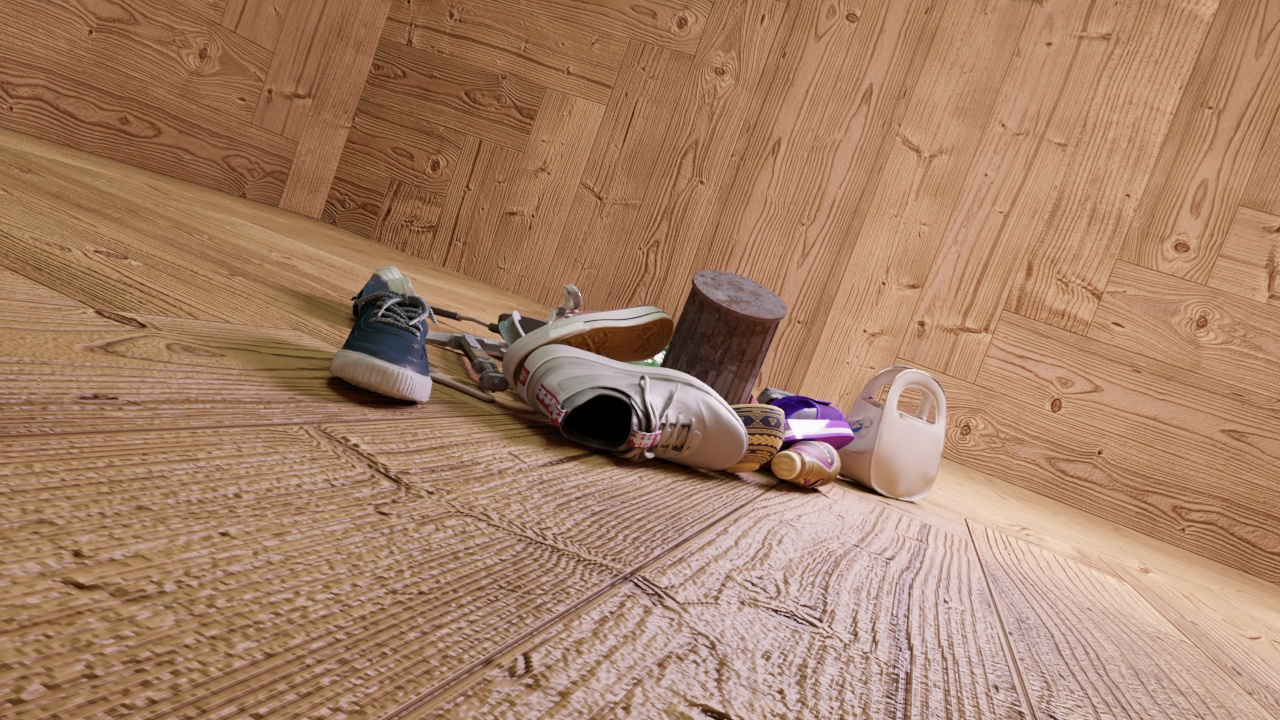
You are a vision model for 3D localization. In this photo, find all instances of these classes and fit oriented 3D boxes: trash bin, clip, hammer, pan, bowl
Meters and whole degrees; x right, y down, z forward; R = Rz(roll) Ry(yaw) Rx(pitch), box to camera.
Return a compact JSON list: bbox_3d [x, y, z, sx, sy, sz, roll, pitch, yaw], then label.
[{"bbox_3d":[0.089,0.007,1.162,0.131,0.212,0.130,16,27,-8],"label":"trash bin"},{"bbox_3d":[-0.113,0.016,1.125,0.141,0.029,0.171,46,9,-33],"label":"clip"},{"bbox_3d":[-0.201,-0.001,1.117,0.147,0.028,0.317,8,6,-17],"label":"hammer"},{"bbox_3d":[-0.234,-0.050,1.531,0.358,0.041,0.178,14,-8,17],"label":"pan"},{"bbox_3d":[0.115,0.097,1.070,0.112,0.061,0.112,-4,-20,-1],"label":"bowl"}]

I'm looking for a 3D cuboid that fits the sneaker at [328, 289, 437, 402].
[{"bbox_3d":[-0.230,-0.021,0.853,0.089,0.087,0.235,19,4,-18],"label":"sneaker"}]

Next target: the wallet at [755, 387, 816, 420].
[{"bbox_3d":[0.211,0.096,1.413,0.131,0.101,0.054,11,35,-49],"label":"wallet"}]

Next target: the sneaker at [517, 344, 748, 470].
[{"bbox_3d":[0.008,0.065,0.934,0.263,0.097,0.128,20,16,-22],"label":"sneaker"}]

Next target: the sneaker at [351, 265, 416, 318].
[{"bbox_3d":[-0.350,-0.074,1.236,0.079,0.087,0.236,-18,14,-18],"label":"sneaker"}]

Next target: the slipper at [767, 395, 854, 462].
[{"bbox_3d":[0.211,0.087,1.281,0.107,0.084,0.266,-29,-20,28],"label":"slipper"}]

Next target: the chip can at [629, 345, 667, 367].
[{"bbox_3d":[-0.006,0.009,1.242,0.222,0.075,0.075,6,13,-46],"label":"chip can"}]

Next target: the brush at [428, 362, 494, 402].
[{"bbox_3d":[-0.215,0.014,0.978,0.136,0.015,0.050,21,3,12],"label":"brush"}]

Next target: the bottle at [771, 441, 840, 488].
[{"bbox_3d":[0.203,0.130,1.146,0.060,0.059,0.166,22,5,26],"label":"bottle"}]

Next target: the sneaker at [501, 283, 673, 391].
[{"bbox_3d":[-0.068,-0.029,1.035,0.240,0.118,0.088,-16,45,-45],"label":"sneaker"}]

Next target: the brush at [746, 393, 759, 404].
[{"bbox_3d":[0.110,0.071,1.381,0.173,0.082,0.042,26,-23,55],"label":"brush"}]

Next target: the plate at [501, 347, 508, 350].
[{"bbox_3d":[-0.154,0.006,1.406,0.178,0.012,0.178,20,4,-2],"label":"plate"}]

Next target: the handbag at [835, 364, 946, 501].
[{"bbox_3d":[0.390,0.106,1.421,0.200,0.199,0.093,20,0,-39],"label":"handbag"}]
